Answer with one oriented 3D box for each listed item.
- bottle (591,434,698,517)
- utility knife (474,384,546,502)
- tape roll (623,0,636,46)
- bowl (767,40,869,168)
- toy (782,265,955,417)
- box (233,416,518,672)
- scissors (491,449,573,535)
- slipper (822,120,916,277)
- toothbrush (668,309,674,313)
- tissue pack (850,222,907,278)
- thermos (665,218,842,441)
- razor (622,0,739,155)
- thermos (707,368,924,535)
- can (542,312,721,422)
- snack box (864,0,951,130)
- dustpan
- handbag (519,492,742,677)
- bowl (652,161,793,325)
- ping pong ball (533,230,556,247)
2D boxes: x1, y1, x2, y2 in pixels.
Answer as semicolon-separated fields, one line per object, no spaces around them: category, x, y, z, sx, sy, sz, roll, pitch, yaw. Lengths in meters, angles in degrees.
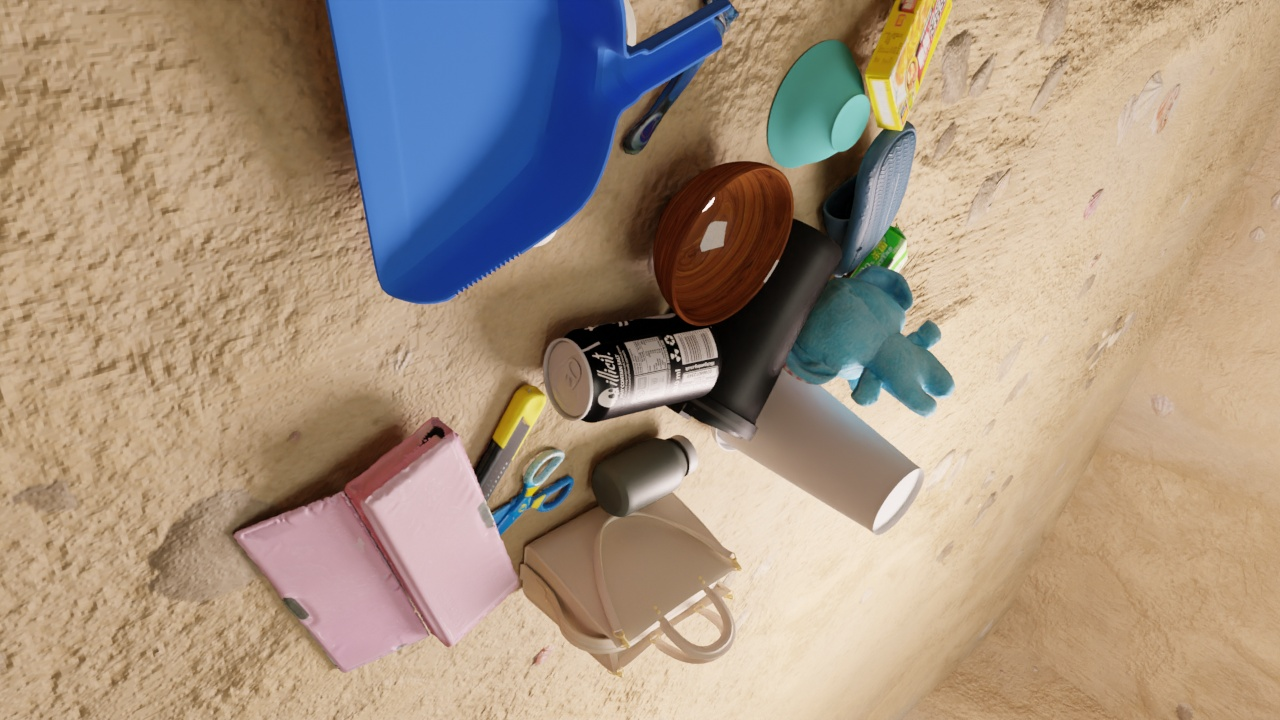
bottle;0.006;0.114;0.938;0.108;0.060;0.060;-22;135;-37
utility knife;-0.134;0.103;0.801;0.028;0.020;0.186;13;112;-51
tape roll;-0.044;-0.213;0.622;0.093;0.019;0.094;-30;139;-30
bowl;0.176;-0.226;0.844;0.120;0.046;0.121;-30;140;-30
toy;0.242;-0.010;0.965;0.183;0.180;0.115;-39;165;-26
box;-0.196;0.169;0.746;0.180;0.051;0.233;-31;140;-17
scissors;-0.113;0.130;0.852;0.132;0.020;0.097;-28;136;-33
slipper;0.235;-0.171;0.955;0.103;0.059;0.214;-43;159;-21
toothbrush;0.024;-0.033;0.869;0.017;0.014;0.188;17;106;-46
tissue pack;0.272;-0.098;1.069;0.114;0.034;0.099;-54;161;2
thermos;0.113;-0.030;0.906;0.218;0.106;0.105;-59;146;0
razor;0.031;-0.217;0.707;0.141;0.018;0.043;-57;146;6
thermos;0.185;0.086;0.978;0.131;0.222;0.132;-30;140;-30
can;-0.005;0.005;0.799;0.145;0.080;0.080;-11;129;-37
snack box;0.249;-0.296;0.846;0.152;0.025;0.075;-65;149;-16
dustpan;-0.047;-0.168;0.547;0.257;0.059;0.246;-39;158;-29
handbag;0.009;0.231;0.923;0.194;0.198;0.101;-24;137;-36
bowl;0.057;-0.110;0.788;0.147;0.069;0.147;-31;141;-30
ping pong ball;-0.079;-0.102;0.661;0.040;0.040;0.040;-30;140;-30
